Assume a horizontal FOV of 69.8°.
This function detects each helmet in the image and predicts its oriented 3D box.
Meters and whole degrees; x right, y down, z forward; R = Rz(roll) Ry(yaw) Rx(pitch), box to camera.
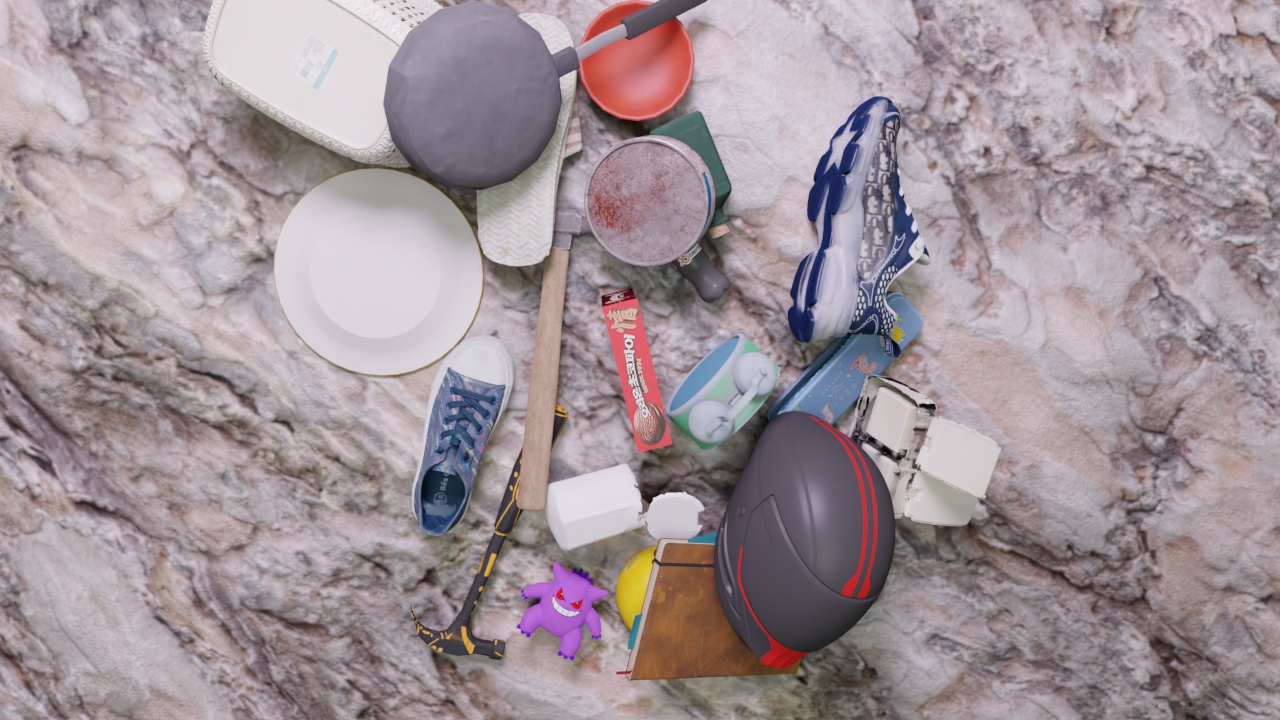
[{"bbox_3d":[0.180,0.176,0.960,0.164,0.170,0.264,16,59,-27],"label":"helmet"}]

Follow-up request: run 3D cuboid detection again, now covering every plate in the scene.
[{"bbox_3d":[-0.289,-0.096,1.008,0.230,0.021,0.230,0,99,-2],"label":"plate"}]

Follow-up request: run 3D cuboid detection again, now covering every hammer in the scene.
[{"bbox_3d":[-0.102,-0.002,1.005,0.119,0.031,0.331,6,90,0],"label":"hammer"},{"bbox_3d":[-0.162,0.193,1.050,0.123,0.036,0.321,21,97,-18],"label":"hammer"}]

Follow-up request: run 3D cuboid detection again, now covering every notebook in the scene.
[{"bbox_3d":[0.099,0.274,1.034,0.249,0.014,0.178,9,100,-30],"label":"notebook"}]

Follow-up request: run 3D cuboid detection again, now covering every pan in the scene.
[{"bbox_3d":[-0.078,-0.289,0.896,0.356,0.041,0.179,-32,133,-15],"label":"pan"}]

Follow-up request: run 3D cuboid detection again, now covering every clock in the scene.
[{"bbox_3d":[0.093,0.038,0.973,0.075,0.161,0.122,43,90,-8],"label":"clock"}]

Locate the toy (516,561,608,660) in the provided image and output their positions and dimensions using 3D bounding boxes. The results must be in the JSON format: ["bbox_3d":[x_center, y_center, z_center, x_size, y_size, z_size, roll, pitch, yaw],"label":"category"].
[{"bbox_3d":[-0.087,0.285,1.062,0.106,0.056,0.088,29,93,4],"label":"toy"}]

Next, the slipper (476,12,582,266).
[{"bbox_3d":[-0.120,-0.231,0.978,0.115,0.052,0.263,6,93,-3],"label":"slipper"}]

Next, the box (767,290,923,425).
[{"bbox_3d":[0.234,0.014,1.035,0.066,0.049,0.210,42,96,-10],"label":"box"}]

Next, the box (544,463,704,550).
[{"bbox_3d":[-0.020,0.166,1.018,0.162,0.112,0.085,-16,118,-12],"label":"box"}]

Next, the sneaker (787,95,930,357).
[{"bbox_3d":[0.252,-0.140,0.981,0.132,0.103,0.269,12,92,-9],"label":"sneaker"}]

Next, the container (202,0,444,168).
[{"bbox_3d":[-0.302,-0.303,0.914,0.246,0.142,0.185,28,110,-6],"label":"container"}]

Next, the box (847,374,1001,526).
[{"bbox_3d":[0.307,0.109,1.003,0.095,0.186,0.145,-4,115,-44],"label":"box"}]

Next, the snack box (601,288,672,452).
[{"bbox_3d":[-0.006,0.006,0.980,0.036,0.132,0.152,-14,99,0],"label":"snack box"}]

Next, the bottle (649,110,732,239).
[{"bbox_3d":[0.061,-0.195,0.987,0.061,0.061,0.131,-23,99,4],"label":"bottle"}]

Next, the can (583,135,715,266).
[{"bbox_3d":[0.010,-0.165,0.948,0.130,0.044,0.130,4,107,14],"label":"can"}]

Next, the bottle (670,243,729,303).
[{"bbox_3d":[0.053,-0.113,1.012,0.036,0.036,0.110,-41,98,4],"label":"bottle"}]

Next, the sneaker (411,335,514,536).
[{"bbox_3d":[-0.205,0.085,1.012,0.087,0.079,0.235,18,98,-5],"label":"sneaker"}]

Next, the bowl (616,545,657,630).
[{"bbox_3d":[0.031,0.279,1.058,0.117,0.067,0.117,0,99,-3],"label":"bowl"}]

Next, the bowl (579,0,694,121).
[{"bbox_3d":[-0.005,-0.317,0.978,0.122,0.035,0.122,0,99,-2],"label":"bowl"}]
